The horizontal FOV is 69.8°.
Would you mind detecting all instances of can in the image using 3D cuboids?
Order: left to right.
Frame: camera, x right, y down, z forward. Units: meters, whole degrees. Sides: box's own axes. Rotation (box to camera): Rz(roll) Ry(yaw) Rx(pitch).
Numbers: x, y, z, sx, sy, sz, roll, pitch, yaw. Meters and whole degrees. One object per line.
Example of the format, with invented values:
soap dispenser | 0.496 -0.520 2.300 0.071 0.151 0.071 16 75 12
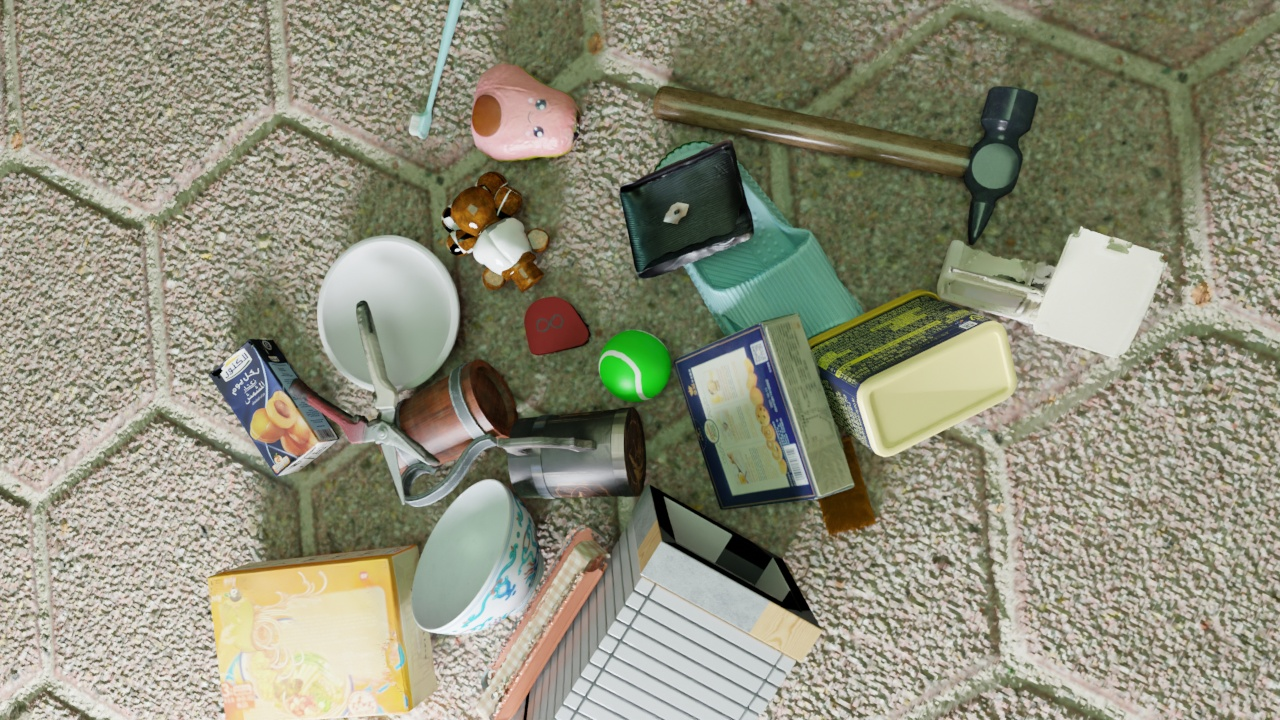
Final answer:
can | 0.211 0.008 0.732 0.135 0.104 0.075 -25 111 -7

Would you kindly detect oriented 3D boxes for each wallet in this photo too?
wallet | 0.039 -0.129 0.790 0.115 0.026 0.089 -19 73 22

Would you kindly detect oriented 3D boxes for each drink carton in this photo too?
drink carton | -0.368 0.046 0.920 0.064 0.040 0.130 -38 82 9

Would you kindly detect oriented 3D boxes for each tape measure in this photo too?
tape measure | -0.079 -0.034 0.866 0.059 0.019 0.051 -12 86 5

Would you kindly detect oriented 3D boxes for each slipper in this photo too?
slipper | 0.101 -0.078 0.802 0.116 0.069 0.276 -37 82 14

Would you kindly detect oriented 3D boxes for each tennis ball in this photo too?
tennis ball | -0.005 0.005 0.825 0.065 0.065 0.065 0 90 12

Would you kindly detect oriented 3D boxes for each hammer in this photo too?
hammer | 0.165 -0.196 0.804 0.322 0.040 0.129 15 98 13

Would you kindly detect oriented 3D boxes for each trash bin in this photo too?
trash bin | 0.009 0.261 0.765 0.142 0.142 0.247 30 97 -8

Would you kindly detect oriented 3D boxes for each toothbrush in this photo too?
toothbrush | -0.193 -0.305 0.892 0.016 0.016 0.180 19 95 21

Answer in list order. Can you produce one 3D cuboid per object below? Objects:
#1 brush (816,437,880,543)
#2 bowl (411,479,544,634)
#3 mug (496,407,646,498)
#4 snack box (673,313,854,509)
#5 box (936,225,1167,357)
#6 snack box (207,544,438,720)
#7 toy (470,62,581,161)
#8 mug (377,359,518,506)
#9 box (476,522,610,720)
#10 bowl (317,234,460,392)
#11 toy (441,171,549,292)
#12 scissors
brush | 0.167 0.092 0.799 0.048 0.017 0.126 -16 99 12
bowl | -0.137 0.190 0.840 0.074 0.144 0.144 34 99 -30
mug | -0.061 0.080 0.814 0.107 0.116 0.080 -5 72 14
snack box | 0.098 0.048 0.769 0.042 0.145 0.144 -15 86 -29
box | 0.297 -0.044 0.695 0.143 0.180 0.080 17 87 18
snack box | -0.302 0.263 0.885 0.195 0.080 0.145 -9 88 13
toy | -0.105 -0.227 0.854 0.110 0.051 0.090 10 94 11
mug | -0.180 0.071 0.849 0.111 0.081 0.117 -26 49 15
box | -0.088 0.226 0.791 0.187 0.056 0.067 -59 41 8
bowl | -0.236 -0.044 0.888 0.150 0.043 0.149 0 92 15
toy | -0.134 -0.116 0.859 0.087 0.067 0.112 -39 91 10
scissors | -0.254 0.033 0.846 0.199 0.015 0.179 6 84 27
